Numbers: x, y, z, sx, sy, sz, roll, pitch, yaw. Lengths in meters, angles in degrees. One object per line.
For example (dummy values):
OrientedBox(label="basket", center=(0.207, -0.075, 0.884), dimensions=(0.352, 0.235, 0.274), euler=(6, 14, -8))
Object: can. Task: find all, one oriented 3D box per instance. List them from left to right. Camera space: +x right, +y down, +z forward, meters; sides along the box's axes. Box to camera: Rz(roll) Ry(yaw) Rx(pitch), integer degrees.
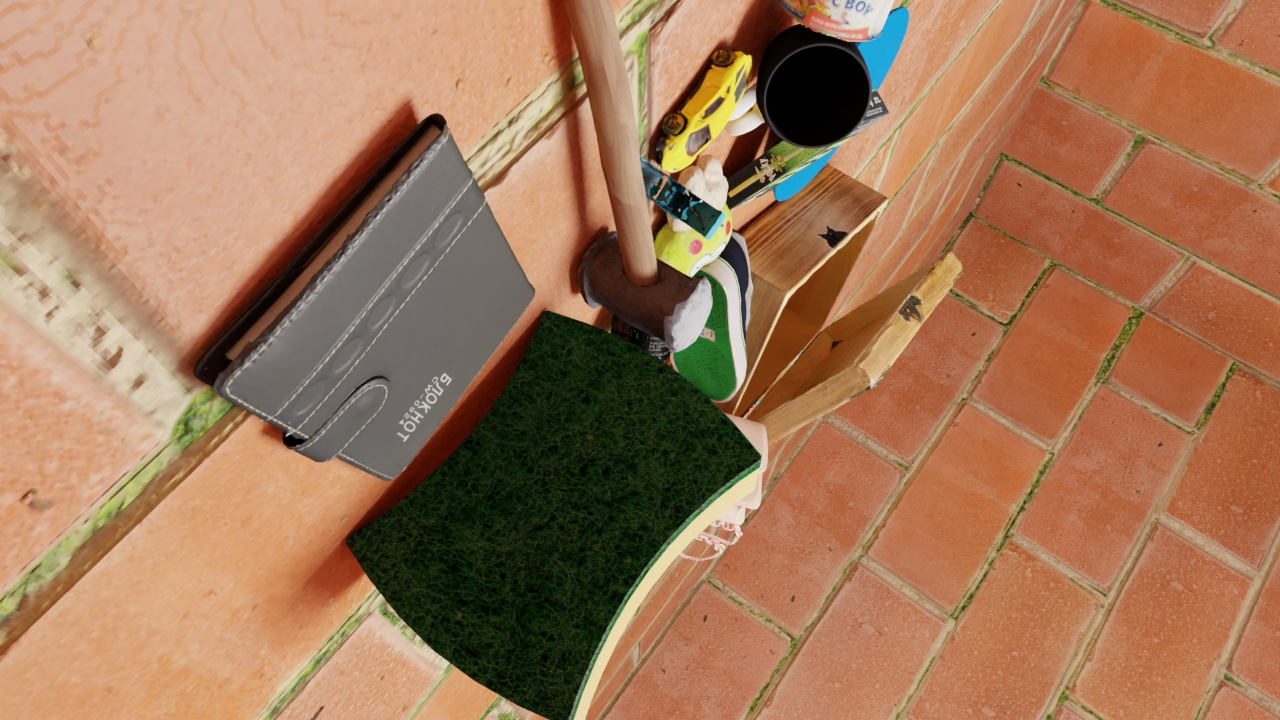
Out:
OrientedBox(label="can", center=(-0.005, 0.005, 0.804), dimensions=(0.053, 0.054, 0.138), euler=(-22, 125, -63))
OrientedBox(label="can", center=(0.148, -0.279, 0.687), dimensions=(0.086, 0.086, 0.043), euler=(-41, 158, -42))

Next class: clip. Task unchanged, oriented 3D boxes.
OrientedBox(label="clip", center=(0.016, -0.123, 0.663), dimensions=(0.033, 0.119, 0.121), euler=(-58, -152, 10))

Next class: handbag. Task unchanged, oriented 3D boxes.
OrientedBox(label="handbag", center=(0.028, 0.124, 1.035), dimensions=(0.188, 0.198, 0.116), euler=(122, -19, -54))

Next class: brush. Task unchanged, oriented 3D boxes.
OrientedBox(label="brush", center=(-0.056, 0.109, 0.659), dimensions=(0.249, 0.195, 0.075), euler=(-51, 163, -16))

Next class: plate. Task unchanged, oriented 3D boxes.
OrientedBox(label="plate", center=(0.200, -0.267, 0.954), dimensions=(0.224, 0.024, 0.225), euler=(-48, 167, -16))

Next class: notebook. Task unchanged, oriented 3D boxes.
OrientedBox(label="notebook", center=(-0.132, -0.017, 0.506), dimensions=(0.169, 0.029, 0.209), euler=(-53, 162, -11))

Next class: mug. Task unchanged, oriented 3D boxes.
OrientedBox(label="mug", center=(0.120, -0.221, 0.738), dimensions=(0.119, 0.085, 0.100), euler=(-23, -149, 17))

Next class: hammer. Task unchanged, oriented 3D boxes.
OrientedBox(label="hammer", center=(-0.010, -0.115, 0.578), dimensions=(0.052, 0.098, 0.329), euler=(-51, 157, -21))

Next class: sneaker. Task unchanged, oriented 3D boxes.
OrientedBox(label="sneaker", center=(0.082, -0.043, 0.951), dimensions=(0.078, 0.084, 0.236), euler=(-55, 158, -29))

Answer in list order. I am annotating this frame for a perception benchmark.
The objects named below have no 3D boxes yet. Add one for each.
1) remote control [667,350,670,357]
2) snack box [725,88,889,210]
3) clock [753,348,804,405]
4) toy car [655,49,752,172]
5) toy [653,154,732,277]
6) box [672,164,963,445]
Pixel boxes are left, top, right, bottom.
OrientedBox(label="remote control", center=(0.020, -0.021, 0.959), dimensions=(0.046, 0.009, 0.124), euler=(-55, 164, -4))
OrientedBox(label="snack box", center=(0.145, -0.190, 0.831), dimensions=(0.148, 0.025, 0.080), euler=(-30, -178, 36))
OrientedBox(label="clock", center=(0.156, 0.006, 1.289), dimensions=(0.157, 0.073, 0.122), euler=(-21, 151, -29))
OrientedBox(label="toy car", center=(0.048, -0.185, 0.687), dimensions=(0.107, 0.030, 0.049), euler=(-53, 165, -5))
OrientedBox(label="toy", center=(0.046, -0.119, 0.782), dimensions=(0.091, 0.046, 0.115), euler=(-37, 148, -33))
OrientedBox(label="box", center=(0.203, -0.035, 1.099), dimensions=(0.278, 0.220, 0.259), euler=(-43, 161, -42))
